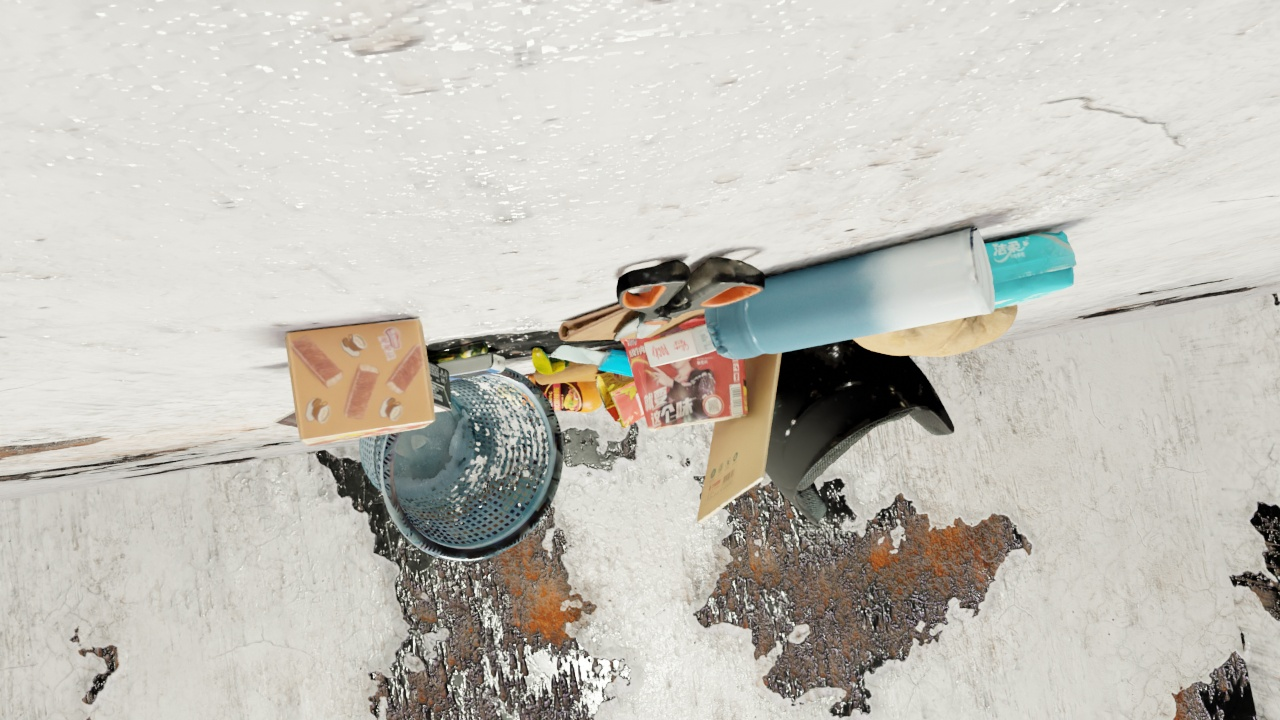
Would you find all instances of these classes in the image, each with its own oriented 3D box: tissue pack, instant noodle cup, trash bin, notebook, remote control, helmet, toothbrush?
[{"bbox_3d":[0.300,-0.070,0.779,0.093,0.050,0.133,-11,176,4],"label":"tissue pack"},{"bbox_3d":[0.052,0.015,0.977,0.138,0.108,0.138,-9,175,-1],"label":"instant noodle cup"},{"bbox_3d":[-0.239,0.110,1.112,0.226,0.226,0.195,-6,-173,-36],"label":"trash bin"},{"bbox_3d":[0.112,0.063,1.008,0.008,0.207,0.148,22,146,-13],"label":"notebook"},{"bbox_3d":[-0.204,0.011,0.940,0.125,0.024,0.049,-8,176,5],"label":"remote control"},{"bbox_3d":[0.244,0.057,1.174,0.234,0.230,0.274,-35,176,11],"label":"helmet"},{"bbox_3d":[-0.227,0.004,0.891,0.186,0.012,0.017,-11,164,26],"label":"toothbrush"}]

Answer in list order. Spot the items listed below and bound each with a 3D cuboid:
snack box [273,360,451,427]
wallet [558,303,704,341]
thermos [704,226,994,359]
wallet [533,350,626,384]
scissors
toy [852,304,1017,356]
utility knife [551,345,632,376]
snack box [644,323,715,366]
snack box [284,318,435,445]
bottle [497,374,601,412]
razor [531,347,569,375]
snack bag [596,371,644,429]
[{"bbox_3d":[-0.253,0.031,0.847,0.126,0.053,0.113,-7,169,7],"label":"snack box"},{"bbox_3d":[0.001,-0.038,0.798,0.101,0.020,0.116,-4,171,-41],"label":"wallet"},{"bbox_3d":[0.154,-0.047,0.708,0.221,0.070,0.070,-11,175,30],"label":"thermos"},{"bbox_3d":[-0.058,0.009,1.191,0.107,0.031,0.132,-2,172,-44],"label":"wallet"},{"bbox_3d":[0.002,-0.041,0.694,0.160,0.021,0.235,3,169,-38],"label":"scissors"},{"bbox_3d":[0.267,-0.044,0.922,0.225,0.082,0.144,-2,169,-35],"label":"toy"},{"bbox_3d":[-0.006,0.006,1.040,0.203,0.034,0.018,10,-152,-26],"label":"utility knife"},{"bbox_3d":[0.090,-0.030,0.877,0.156,0.027,0.085,-16,-179,-32],"label":"snack box"},{"bbox_3d":[-0.209,0.018,0.688,0.094,0.077,0.093,-8,175,-18],"label":"snack box"},{"bbox_3d":[-0.131,0.044,1.316,0.149,0.066,0.067,-2,175,-4],"label":"bottle"},{"bbox_3d":[-0.107,0.002,1.035,0.043,0.028,0.132,-6,174,1],"label":"razor"},{"bbox_3d":[0.053,0.012,1.132,0.207,0.073,0.129,-23,166,-10],"label":"snack bag"}]
